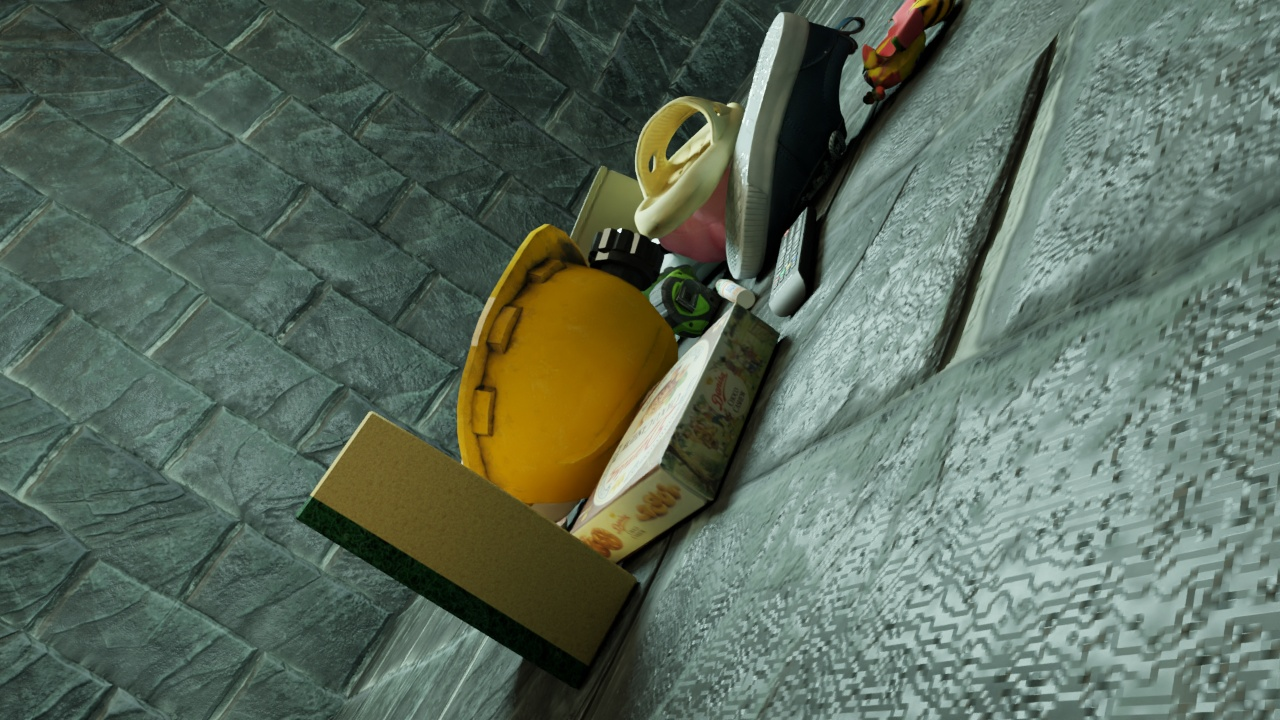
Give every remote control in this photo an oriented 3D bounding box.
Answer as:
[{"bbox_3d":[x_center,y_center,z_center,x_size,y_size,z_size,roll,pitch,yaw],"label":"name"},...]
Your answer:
[{"bbox_3d":[0.116,-0.076,0.682,0.033,0.015,0.146,-52,8,32],"label":"remote control"}]

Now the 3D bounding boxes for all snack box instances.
[{"bbox_3d":[0.023,0.053,0.624,0.144,0.041,0.146,-47,11,52],"label":"snack box"}]

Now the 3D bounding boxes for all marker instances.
[{"bbox_3d":[0.084,-0.062,0.833,0.017,0.017,0.145,-56,7,6],"label":"marker"}]

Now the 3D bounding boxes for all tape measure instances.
[{"bbox_3d":[0.043,-0.056,0.898,0.036,0.065,0.058,-32,31,56],"label":"tape measure"}]

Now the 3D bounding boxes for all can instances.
[{"bbox_3d":[-0.031,-0.137,0.988,0.128,0.073,0.128,-160,93,-86],"label":"can"}]

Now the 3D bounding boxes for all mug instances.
[{"bbox_3d":[0.043,-0.127,1.079,0.111,0.078,0.097,-21,-10,-26],"label":"mug"}]

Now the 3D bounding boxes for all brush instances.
[{"bbox_3d":[-0.129,0.135,0.650,0.075,0.195,0.251,-59,7,-18],"label":"brush"}]

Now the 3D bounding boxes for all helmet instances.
[{"bbox_3d":[-0.037,0.013,0.777,0.205,0.131,0.254,53,-131,-57],"label":"helmet"}]

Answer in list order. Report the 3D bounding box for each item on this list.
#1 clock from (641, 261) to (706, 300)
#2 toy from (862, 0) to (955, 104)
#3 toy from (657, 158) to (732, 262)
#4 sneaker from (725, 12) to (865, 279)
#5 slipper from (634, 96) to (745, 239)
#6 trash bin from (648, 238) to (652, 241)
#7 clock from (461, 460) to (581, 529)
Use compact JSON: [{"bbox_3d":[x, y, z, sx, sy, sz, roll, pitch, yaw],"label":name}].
[{"bbox_3d":[0.023,-0.066,1.011,0.094,0.042,0.120,-20,-8,-42],"label":"clock"},{"bbox_3d":[0.215,-0.261,0.752,0.103,0.046,0.084,-50,-6,11],"label":"toy"},{"bbox_3d":[0.102,-0.194,1.003,0.142,0.084,0.212,-15,37,33],"label":"toy"},{"bbox_3d":[0.132,-0.182,0.799,0.089,0.087,0.236,-105,26,-71],"label":"sneaker"},{"bbox_3d":[0.033,-0.198,0.882,0.112,0.079,0.260,-40,16,30],"label":"slipper"},{"bbox_3d":[-0.034,-0.085,1.296,0.212,0.131,0.130,-51,8,25],"label":"trash bin"},{"bbox_3d":[-0.100,0.100,0.894,0.086,0.160,0.130,14,64,39],"label":"clock"}]
